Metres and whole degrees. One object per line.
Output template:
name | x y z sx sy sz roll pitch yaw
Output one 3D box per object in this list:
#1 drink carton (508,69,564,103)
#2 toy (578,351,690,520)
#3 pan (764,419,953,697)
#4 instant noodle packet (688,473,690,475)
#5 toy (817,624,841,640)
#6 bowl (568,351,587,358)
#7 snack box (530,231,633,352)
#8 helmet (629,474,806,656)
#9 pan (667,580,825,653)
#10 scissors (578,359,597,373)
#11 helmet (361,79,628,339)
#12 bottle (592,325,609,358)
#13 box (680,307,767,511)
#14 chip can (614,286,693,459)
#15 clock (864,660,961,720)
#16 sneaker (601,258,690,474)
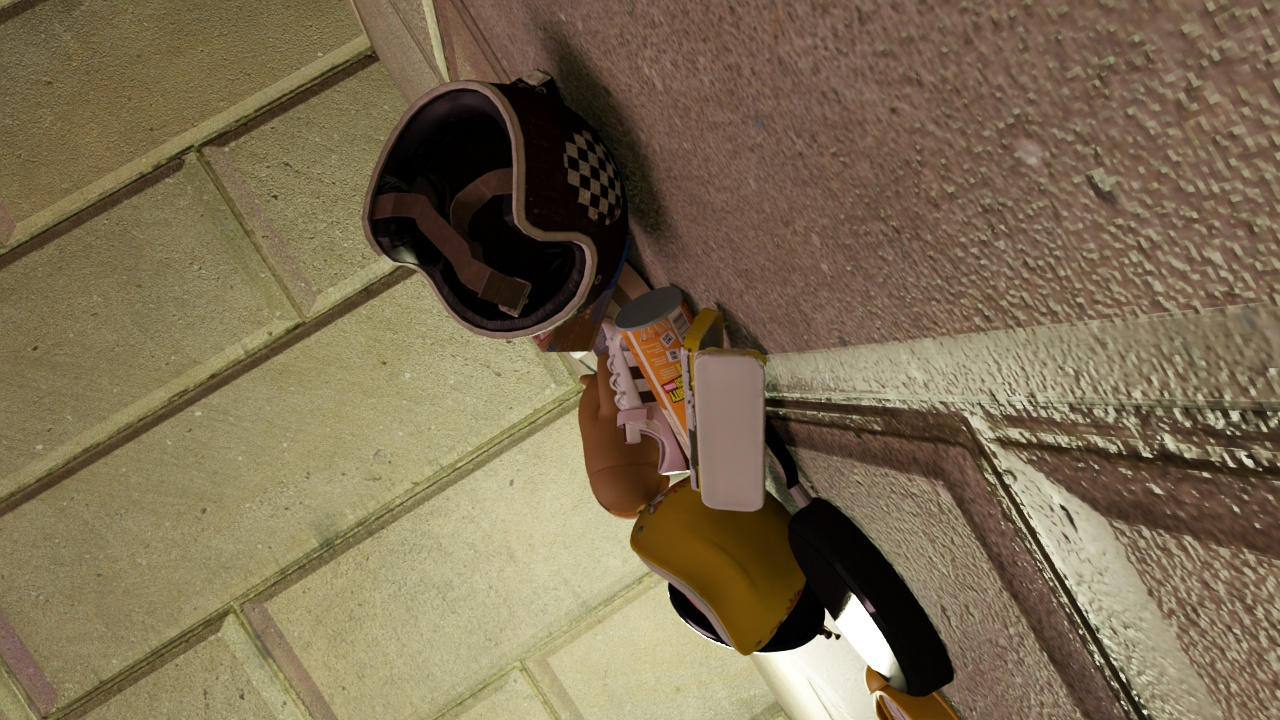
drink carton | -0.091 -0.234 0.958 0.130 0.040 0.064 63 171 -32
toy | -0.005 0.101 1.174 0.199 0.163 0.203 53 -148 -55
pan | 0.168 0.162 0.878 0.355 0.044 0.204 55 172 11
instant noodle packet | 0.128 0.214 1.310 0.160 0.032 0.221 29 154 44
toy | 0.220 0.338 1.202 0.076 0.062 0.100 35 179 -43
bowl | -0.095 -0.066 1.349 0.113 0.063 0.113 60 -171 -17
snack box | -0.105 -0.127 1.066 0.202 0.069 0.155 51 130 43
helmet | 0.111 0.205 1.065 0.209 0.140 0.239 43 -169 4
pan | 0.107 0.270 1.222 0.356 0.198 0.021 -129 43 -59
scissors | -0.034 0.027 1.314 0.135 0.015 0.135 42 -149 -24
helmet | -0.125 -0.132 0.833 0.253 0.234 0.233 17 -107 -55
bottle | -0.065 -0.095 1.214 0.174 0.046 0.084 59 143 2
box | 0.079 0.047 0.860 0.080 0.079 0.210 -79 -13 -47
chip can | 0.053 0.032 0.963 0.215 0.075 0.075 62 172 -25
clock | 0.278 0.358 0.922 0.152 0.052 0.113 44 164 49
sneaker | -0.006 0.006 1.086 0.294 0.116 0.112 58 173 1
